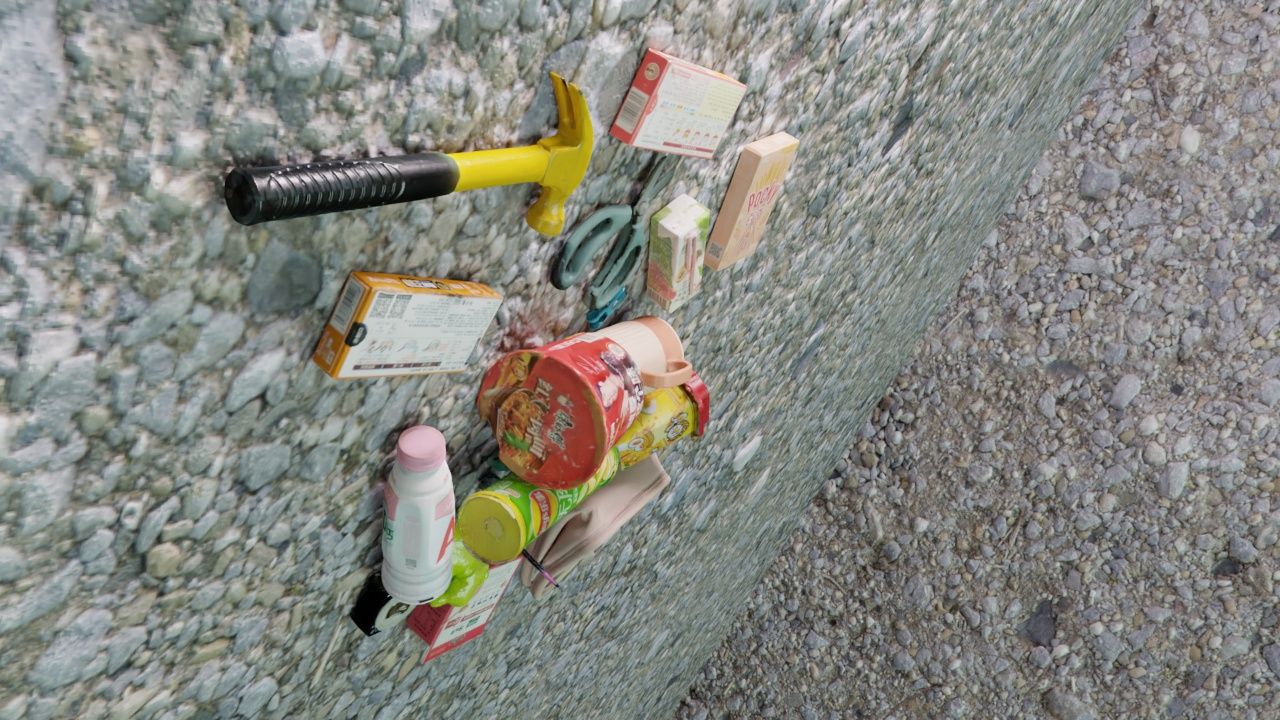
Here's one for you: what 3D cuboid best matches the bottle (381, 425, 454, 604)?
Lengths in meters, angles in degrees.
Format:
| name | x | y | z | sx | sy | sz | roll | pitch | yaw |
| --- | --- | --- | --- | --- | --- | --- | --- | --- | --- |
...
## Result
| name | x | y | z | sx | sy | sz | roll | pitch | yaw |
| --- | --- | --- | --- | --- | --- | --- | --- | --- | --- |
| bottle | -0.202 | 0.142 | 0.840 | 0.068 | 0.068 | 0.197 | -33 | 148 | -41 |

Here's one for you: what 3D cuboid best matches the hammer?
| name | x | y | z | sx | sy | sz | roll | pitch | yaw |
| --- | --- | --- | --- | --- | --- | --- | --- | --- | --- |
| hammer | -0.132 | -0.125 | 0.612 | 0.299 | 0.033 | 0.129 | -24 | 144 | -52 |

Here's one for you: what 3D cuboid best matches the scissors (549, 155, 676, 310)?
| name | x | y | z | sx | sy | sz | roll | pitch | yaw |
| --- | --- | --- | --- | --- | --- | --- | --- | --- | --- |
| scissors | -0.027 | -0.120 | 0.855 | 0.170 | 0.019 | 0.177 | -12 | 136 | -58 |

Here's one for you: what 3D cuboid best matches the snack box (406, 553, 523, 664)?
| name | x | y | z | sx | sy | sz | roll | pitch | yaw |
| --- | --- | --- | --- | --- | --- | --- | --- | --- | --- |
| snack box | -0.205 | 0.272 | 1.061 | 0.127 | 0.044 | 0.113 | -61 | 158 | 16 |

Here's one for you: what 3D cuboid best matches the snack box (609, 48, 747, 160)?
| name | x | y | z | sx | sy | sz | roll | pitch | yaw |
| --- | --- | --- | --- | --- | --- | --- | --- | --- | --- |
| snack box | 0.038 | -0.223 | 0.814 | 0.155 | 0.027 | 0.077 | -13 | 135 | -59 |

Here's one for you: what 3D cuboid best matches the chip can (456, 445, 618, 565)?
| name | x | y | z | sx | sy | sz | roll | pitch | yaw |
| --- | --- | --- | --- | --- | --- | --- | --- | --- | --- |
| chip can | -0.096 | 0.130 | 0.937 | 0.073 | 0.072 | 0.220 | -63 | 165 | 25 |

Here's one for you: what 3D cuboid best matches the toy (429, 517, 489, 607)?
| name | x | y | z | sx | sy | sz | roll | pitch | yaw |
| --- | --- | --- | --- | --- | --- | --- | --- | --- | --- |
| toy | -0.195 | 0.209 | 0.956 | 0.096 | 0.031 | 0.100 | -51 | 128 | -18 |

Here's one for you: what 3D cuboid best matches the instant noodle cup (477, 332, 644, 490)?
| name | x | y | z | sx | sy | sz | roll | pitch | yaw |
| --- | --- | --- | --- | --- | --- | --- | --- | --- | --- |
| instant noodle cup | -0.066 | 0.039 | 0.876 | 0.108 | 0.138 | 0.138 | -35 | 153 | -56 |

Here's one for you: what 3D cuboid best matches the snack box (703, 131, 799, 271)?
| name | x | y | z | sx | sy | sz | roll | pitch | yaw |
| --- | --- | --- | --- | --- | --- | --- | --- | --- | --- |
| snack box | 0.126 | -0.182 | 1.059 | 0.084 | 0.026 | 0.158 | -31 | 150 | -44 |

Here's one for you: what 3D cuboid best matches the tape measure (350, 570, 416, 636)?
| name | x | y | z | sx | sy | sz | roll | pitch | yaw |
| --- | --- | --- | --- | --- | --- | --- | --- | --- | --- |
| tape measure | -0.253 | 0.239 | 0.929 | 0.065 | 0.033 | 0.066 | -13 | 137 | -58 |

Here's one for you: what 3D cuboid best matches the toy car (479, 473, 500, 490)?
| name | x | y | z | sx | sy | sz | roll | pitch | yaw |
| --- | --- | --- | --- | --- | --- | --- | --- | --- | --- |
| toy car | -0.139 | 0.157 | 1.006 | 0.036 | 0.054 | 0.121 | -44 | 156 | -14 |

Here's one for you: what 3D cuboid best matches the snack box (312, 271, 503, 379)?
| name | x | y | z | sx | sy | sz | roll | pitch | yaw |
| --- | --- | --- | --- | --- | --- | --- | --- | --- | --- |
| snack box | -0.171 | -0.025 | 0.696 | 0.075 | 0.026 | 0.153 | -60 | 158 | 15 |

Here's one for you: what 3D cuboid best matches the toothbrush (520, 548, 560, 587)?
| name | x | y | z | sx | sy | sz | roll | pitch | yaw |
| --- | --- | --- | --- | --- | --- | --- | --- | --- | --- |
| toothbrush | -0.138 | 0.217 | 1.064 | 0.017 | 0.014 | 0.189 | -56 | 137 | -22 |

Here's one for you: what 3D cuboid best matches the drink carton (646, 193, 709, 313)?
| name | x | y | z | sx | sy | sz | roll | pitch | yaw |
| --- | --- | --- | --- | --- | --- | --- | --- | --- | --- |
| drink carton | 0.039 | -0.110 | 0.968 | 0.053 | 0.045 | 0.123 | -40 | 155 | -28 |

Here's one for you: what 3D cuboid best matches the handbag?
| name | x | y | z | sx | sy | sz | roll | pitch | yaw |
| --- | --- | --- | --- | --- | --- | --- | --- | --- | --- |
| handbag | -0.077 | 0.220 | 1.182 | 0.235 | 0.093 | 0.192 | -56 | 167 | 31 |

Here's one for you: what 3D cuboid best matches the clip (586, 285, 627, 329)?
| name | x | y | z | sx | sy | sz | roll | pitch | yaw |
| --- | --- | --- | --- | --- | --- | --- | --- | --- | --- |
| clip | -0.034 | -0.056 | 0.944 | 0.057 | 0.014 | 0.047 | -48 | 156 | -14 |

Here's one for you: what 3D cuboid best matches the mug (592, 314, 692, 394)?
| name | x | y | z | sx | sy | sz | roll | pitch | yaw |
| --- | --- | --- | --- | --- | --- | --- | --- | --- | --- |
| mug | -0.006 | 0.006 | 0.964 | 0.105 | 0.115 | 0.082 | -21 | 122 | -50 |

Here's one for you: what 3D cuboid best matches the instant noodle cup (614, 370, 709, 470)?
| name | x | y | z | sx | sy | sz | roll | pitch | yaw |
| --- | --- | --- | --- | --- | --- | --- | --- | --- | --- |
| instant noodle cup | 0.003 | 0.056 | 1.077 | 0.123 | 0.116 | 0.116 | -34 | 155 | -14 |

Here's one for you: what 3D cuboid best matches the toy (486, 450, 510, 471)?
| name | x | y | z | sx | sy | sz | roll | pitch | yaw |
| --- | --- | --- | --- | --- | --- | --- | --- | --- | --- |
| toy | -0.115 | 0.082 | 0.971 | 0.092 | 0.030 | 0.096 | -50 | 162 | 3 |
